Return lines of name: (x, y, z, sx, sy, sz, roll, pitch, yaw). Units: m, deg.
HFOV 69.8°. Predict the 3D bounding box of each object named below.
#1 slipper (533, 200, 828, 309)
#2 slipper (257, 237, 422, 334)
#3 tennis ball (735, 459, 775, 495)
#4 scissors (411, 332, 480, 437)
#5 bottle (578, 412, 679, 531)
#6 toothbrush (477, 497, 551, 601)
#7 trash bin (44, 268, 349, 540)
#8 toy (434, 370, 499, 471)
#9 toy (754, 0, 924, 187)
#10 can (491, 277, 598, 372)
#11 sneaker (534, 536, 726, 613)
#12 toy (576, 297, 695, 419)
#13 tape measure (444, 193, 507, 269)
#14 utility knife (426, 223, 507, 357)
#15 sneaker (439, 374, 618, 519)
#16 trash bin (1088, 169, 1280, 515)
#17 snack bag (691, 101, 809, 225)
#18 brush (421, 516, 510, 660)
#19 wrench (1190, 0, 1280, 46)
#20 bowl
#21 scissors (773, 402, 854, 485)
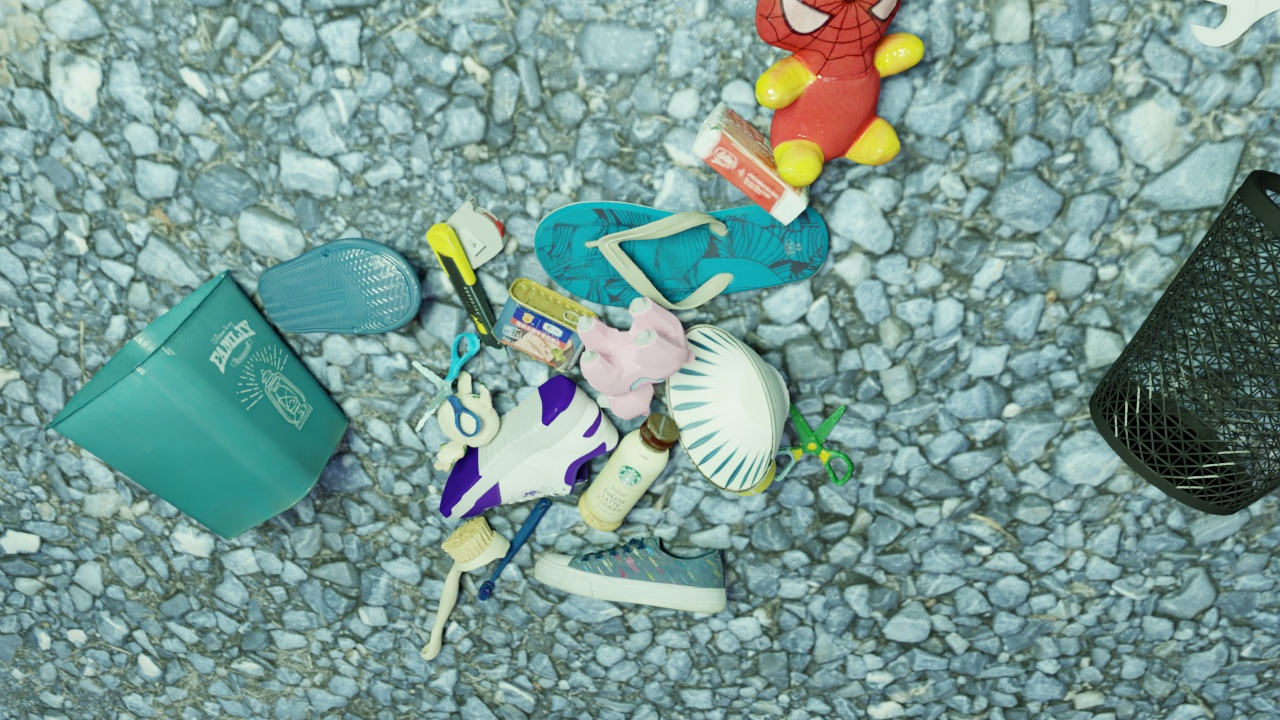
slipper: (0.037, -0.100, 0.909, 0.295, 0.060, 0.118, -2, 122, 10)
slipper: (-0.320, -0.079, 0.975, 0.214, 0.059, 0.104, -4, 114, 27)
tennis ball: (0.116, 0.116, 1.012, 0.065, 0.065, 0.065, 4, 119, 6)
scissors: (-0.209, 0.032, 1.009, 0.133, 0.014, 0.127, 44, 100, 26)
bottle: (-0.012, 0.125, 1.032, 0.056, 0.056, 0.162, 29, 125, -8)
toothbrush: (-0.160, 0.239, 1.150, 0.016, 0.017, 0.190, 29, 119, -9)
trash bin: (-0.464, 0.059, 1.006, 0.200, 0.196, 0.218, -27, 118, 23)
toy: (-0.196, 0.069, 1.029, 0.087, 0.050, 0.112, 15, 94, 37)
toy: (0.157, -0.263, 0.771, 0.147, 0.099, 0.216, -20, 122, -20)
can: (-0.101, -0.036, 0.967, 0.100, 0.053, 0.059, 26, 120, -6)
sneaker: (-0.010, 0.249, 1.111, 0.235, 0.087, 0.079, 6, 85, 9)
toy: (-0.005, 0.005, 0.942, 0.123, 0.067, 0.157, -17, 147, 14)
tape measure: (-0.174, -0.129, 0.945, 0.060, 0.020, 0.062, -39, 107, 25)
utility knife: (-0.179, -0.069, 0.968, 0.029, 0.020, 0.174, 2, 133, 28)
sneaker: (-0.123, 0.118, 1.045, 0.111, 0.091, 0.245, 36, 123, -26)
trash bin: (0.547, -0.003, 0.808, 0.217, 0.216, 0.244, 23, 126, -5)
snack bag: (0.103, -0.181, 0.841, 0.116, 0.076, 0.036, 36, 123, -12)
brush: (-0.241, 0.301, 1.180, 0.077, 0.061, 0.273, 34, 124, 8)
wrench: (0.590, -0.315, 0.732, 0.274, 0.009, 0.047, -15, 116, 16)
bowl: (0.105, 0.044, 0.953, 0.070, 0.177, 0.178, -14, 125, -30)
scissors: (0.185, 0.097, 1.022, 0.128, 0.011, 0.125, -25, 113, 20)
